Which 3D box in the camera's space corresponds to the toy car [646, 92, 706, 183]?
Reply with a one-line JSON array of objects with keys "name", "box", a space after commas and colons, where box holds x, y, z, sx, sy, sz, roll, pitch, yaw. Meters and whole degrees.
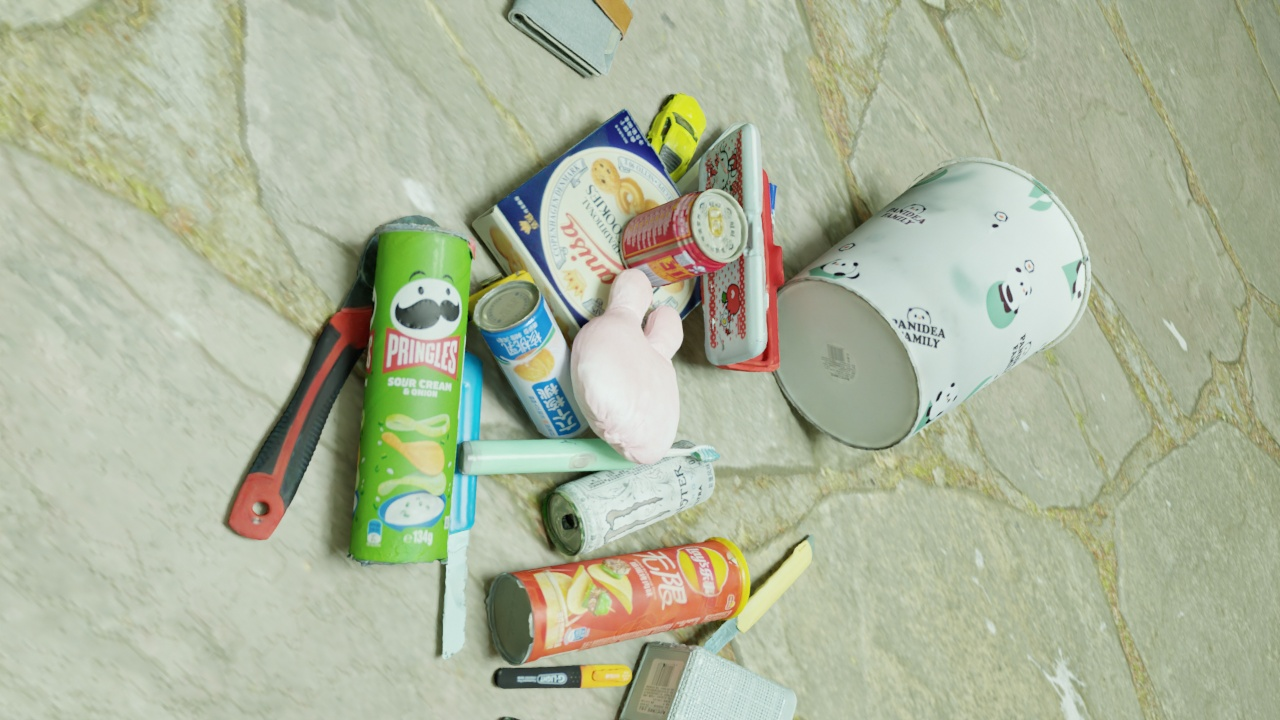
[{"name": "toy car", "box": [0.035, -0.214, 0.877, 0.048, 0.032, 0.105, 36, 61, -25]}]

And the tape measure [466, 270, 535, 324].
[{"name": "tape measure", "box": [-0.113, -0.052, 0.723, 0.060, 0.057, 0.029, -29, 97, -10]}]

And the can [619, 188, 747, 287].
[{"name": "can", "box": [0.036, -0.101, 0.760, 0.066, 0.094, 0.066, 7, 79, -36]}]

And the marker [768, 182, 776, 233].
[{"name": "marker", "box": [0.128, -0.111, 0.936, 0.017, 0.017, 0.145, 14, 74, -34]}]

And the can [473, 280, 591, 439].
[{"name": "can", "box": [-0.078, 0.004, 0.709, 0.053, 0.053, 0.135, -55, 141, -30]}]

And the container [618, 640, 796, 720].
[{"name": "container", "box": [0.053, 0.294, 0.765, 0.111, 0.090, 0.089, 34, 63, -23]}]

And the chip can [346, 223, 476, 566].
[{"name": "chip can", "box": [-0.161, 0.025, 0.653, 0.072, 0.072, 0.236, 7, 83, -35]}]

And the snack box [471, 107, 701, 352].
[{"name": "snack box", "box": [-0.027, -0.097, 0.802, 0.182, 0.046, 0.178, -46, 110, -33]}]

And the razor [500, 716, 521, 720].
[{"name": "razor", "box": [-0.054, 0.315, 0.724, 0.142, 0.022, 0.042, 39, 59, -24]}]

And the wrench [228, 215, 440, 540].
[{"name": "wrench", "box": [-0.217, 0.001, 0.664, 0.056, 0.016, 0.272, 36, 62, -25]}]

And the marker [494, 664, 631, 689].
[{"name": "marker", "box": [-0.060, 0.253, 0.735, 0.123, 0.015, 0.018, 11, 71, -33]}]

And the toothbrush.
[{"name": "toothbrush", "box": [-0.036, 0.076, 0.733, 0.224, 0.027, 0.026, 1, 113, -27]}]

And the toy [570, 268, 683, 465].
[{"name": "toy", "box": [-0.004, 0.004, 0.733, 0.121, 0.054, 0.159, 49, 40, -32]}]

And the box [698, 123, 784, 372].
[{"name": "box", "box": [0.101, -0.094, 0.807, 0.110, 0.100, 0.201, 5, 79, -37]}]

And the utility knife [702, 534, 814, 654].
[{"name": "utility knife", "box": [0.116, 0.218, 0.850, 0.200, 0.021, 0.031, -31, 112, -51]}]

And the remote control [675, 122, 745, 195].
[{"name": "remote control", "box": [0.071, -0.179, 0.892, 0.124, 0.024, 0.049, -51, 144, -31]}]

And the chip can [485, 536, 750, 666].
[{"name": "chip can", "box": [-0.013, 0.193, 0.745, 0.216, 0.073, 0.073, -2, 83, -36]}]

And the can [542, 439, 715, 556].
[{"name": "can", "box": [-0.007, 0.113, 0.771, 0.146, 0.058, 0.058, -16, 92, -37]}]

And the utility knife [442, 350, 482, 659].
[{"name": "utility knife", "box": [-0.140, 0.105, 0.699, 0.034, 0.018, 0.234, 7, 76, -34]}]

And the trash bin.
[{"name": "trash bin", "box": [0.274, -0.049, 0.914, 0.251, 0.230, 0.229, -32, 101, -30]}]

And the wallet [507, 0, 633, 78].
[{"name": "wallet", "box": [-0.052, -0.333, 0.832, 0.106, 0.037, 0.129, 30, 66, -28]}]
